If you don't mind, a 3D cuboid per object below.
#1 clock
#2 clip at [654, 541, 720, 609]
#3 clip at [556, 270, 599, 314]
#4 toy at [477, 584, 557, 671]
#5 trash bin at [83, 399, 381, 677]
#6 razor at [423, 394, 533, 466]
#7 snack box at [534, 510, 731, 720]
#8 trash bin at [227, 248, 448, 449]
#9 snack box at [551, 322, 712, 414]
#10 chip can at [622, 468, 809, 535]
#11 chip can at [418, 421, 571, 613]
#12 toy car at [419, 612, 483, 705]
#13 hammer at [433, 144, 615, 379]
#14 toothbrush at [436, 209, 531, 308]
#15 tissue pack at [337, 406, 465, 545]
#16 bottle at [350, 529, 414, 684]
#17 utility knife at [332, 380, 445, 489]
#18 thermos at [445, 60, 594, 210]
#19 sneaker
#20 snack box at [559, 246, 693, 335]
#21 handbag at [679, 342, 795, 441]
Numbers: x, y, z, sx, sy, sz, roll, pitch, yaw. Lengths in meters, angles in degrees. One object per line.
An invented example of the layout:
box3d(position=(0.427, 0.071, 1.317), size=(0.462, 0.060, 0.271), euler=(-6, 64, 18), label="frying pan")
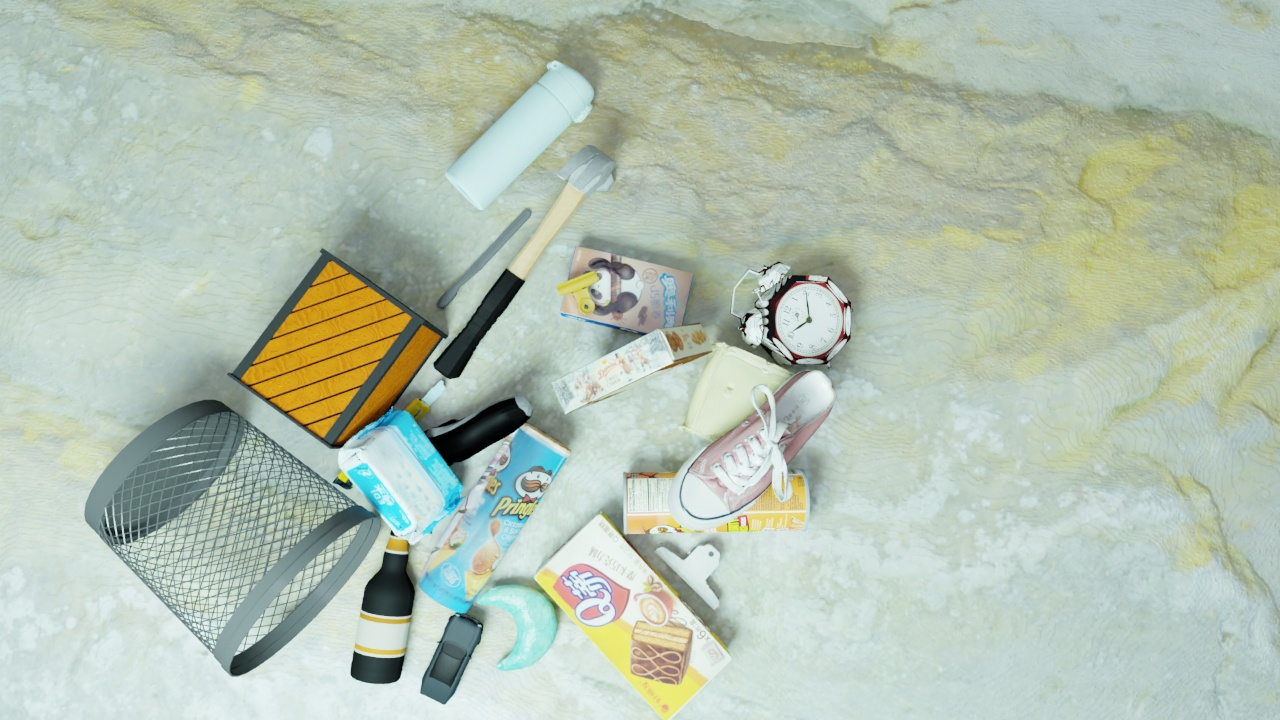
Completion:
box3d(position=(0.177, -0.056, 1.117), size=(0.154, 0.065, 0.114), euler=(24, 85, -14), label="clock")
box3d(position=(0.071, 0.247, 1.120), size=(0.102, 0.050, 0.058), euler=(45, 79, 2), label="clip")
box3d(position=(-0.071, -0.081, 1.101), size=(0.054, 0.045, 0.049), euler=(-21, 60, -3), label="clip")
box3d(position=(-0.142, 0.314, 1.095), size=(0.085, 0.033, 0.105), euler=(-16, 94, -8), label="toy")
box3d(position=(-0.451, 0.187, 1.018), size=(0.227, 0.218, 0.217), euler=(39, 85, 6), label="trash bin")
box3d(position=(-0.191, 0.081, 1.081), size=(0.157, 0.060, 0.057), euler=(-21, 123, 33), label="razor")
box3d(position=(-0.010, 0.300, 1.086), size=(0.110, 0.062, 0.230), euler=(-43, 87, -4), label="snack box")
box3d(position=(-0.344, -0.008, 1.069), size=(0.139, 0.140, 0.171), euler=(35, 85, 2), label="trash bin")
box3d(position=(-0.006, 0.006, 1.049), size=(0.147, 0.143, 0.041), euler=(-25, 86, 23), label="snack box")
box3d(position=(0.087, 0.168, 1.093), size=(0.215, 0.075, 0.075), euler=(-1, 85, -1), label="chip can")
box3d(position=(-0.175, 0.182, 1.089), size=(0.080, 0.080, 0.229), euler=(33, 86, 2), label="chip can")
box3d(position=(-0.224, 0.352, 1.084), size=(0.046, 0.034, 0.112), euler=(25, 99, 1), label="toy car")
box3d(position=(-0.141, -0.116, 1.107), size=(0.039, 0.131, 0.328), euler=(37, 94, 2), label="hammer")
box3d(position=(-0.195, -0.127, 1.147), size=(0.013, 0.013, 0.167), euler=(42, 84, 3), label="toothbrush")
box3d(position=(-0.276, 0.135, 1.060), size=(0.062, 0.092, 0.144), euler=(-27, 103, 39), label="tissue pack")
box3d(position=(-0.298, 0.283, 1.084), size=(0.059, 0.059, 0.181), euler=(9, 85, 0), label="bottle")
box3d(position=(-0.304, 0.090, 1.119), size=(0.179, 0.030, 0.017), euler=(-48, 52, -6), label="utility knife")
box3d(position=(-0.146, -0.279, 1.134), size=(0.206, 0.065, 0.078), euler=(-46, 110, -5), label="thermos")
box3d(position=(0.133, 0.098, 1.019), size=(0.240, 0.088, 0.118), euler=(-43, 92, -11), label="sneaker")
box3d(position=(-0.017, -0.081, 1.134), size=(0.151, 0.034, 0.087), euler=(13, 85, 0), label="snack box")
box3d(position=(0.118, 0.047, 1.102), size=(0.111, 0.081, 0.119), euler=(22, 84, -5), label="handbag")
